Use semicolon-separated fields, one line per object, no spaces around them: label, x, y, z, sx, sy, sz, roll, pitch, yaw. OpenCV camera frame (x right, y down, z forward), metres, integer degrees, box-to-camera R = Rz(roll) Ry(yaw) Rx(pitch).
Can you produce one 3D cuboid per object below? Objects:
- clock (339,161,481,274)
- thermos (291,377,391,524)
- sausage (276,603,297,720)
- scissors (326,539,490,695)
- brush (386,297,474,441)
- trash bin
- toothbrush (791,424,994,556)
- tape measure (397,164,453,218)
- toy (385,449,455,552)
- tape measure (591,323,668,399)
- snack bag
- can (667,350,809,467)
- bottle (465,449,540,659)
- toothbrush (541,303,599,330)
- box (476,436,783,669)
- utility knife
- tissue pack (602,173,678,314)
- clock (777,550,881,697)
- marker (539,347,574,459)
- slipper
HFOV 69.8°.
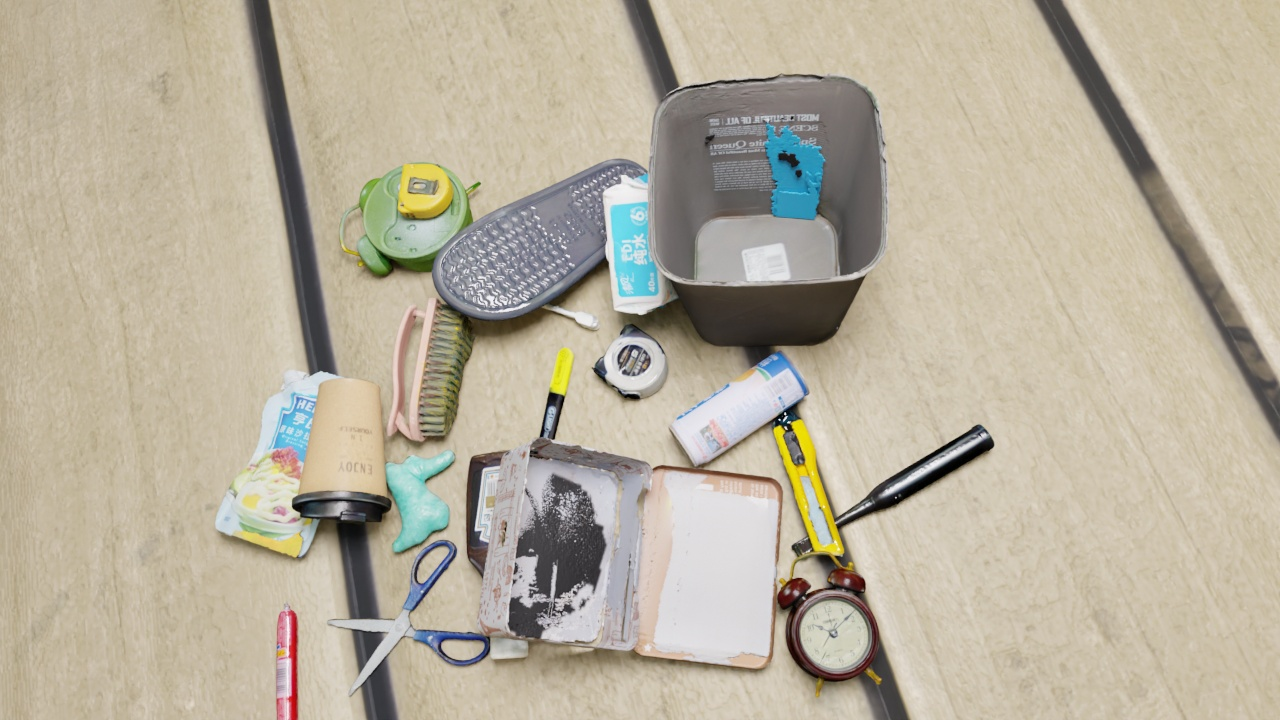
clock;-0.257;-0.153;1.012;0.161;0.056;0.116;-4;70;6
thermos;-0.290;0.094;0.903;0.093;0.093;0.143;-4;70;6
sausage;-0.341;0.313;0.885;0.020;0.020;0.155;-10;70;5
scissors;-0.221;0.255;0.891;0.162;0.012;0.175;23;77;14
brush;-0.220;0.012;0.948;0.073;0.063;0.145;6;74;6
trash bin;0.118;-0.122;0.862;0.199;0.220;0.198;-1;72;8
toothbrush;0.235;0.125;0.863;0.212;0.026;0.027;-31;52;0
tape measure;-0.229;-0.181;0.971;0.057;0.029;0.060;1;72;7
toy;-0.222;0.133;0.924;0.096;0.030;0.092;-30;72;-5
tape measure;-0.006;0.005;0.934;0.066;0.033;0.065;38;82;20
snack bag;-0.356;0.100;0.951;0.110;0.039;0.190;14;72;15
can;0.095;0.048;0.895;0.134;0.053;0.053;-33;70;-4
bottle;-0.128;0.186;0.885;0.080;0.044;0.194;-9;71;16
toothbrush;-0.125;-0.066;0.987;0.180;0.016;0.016;20;73;16
box;-0.004;0.180;0.846;0.272;0.107;0.177;10;71;-12
utility knife;0.159;0.115;0.872;0.033;0.015;0.154;-22;61;12
tissue pack;0.004;-0.116;0.918;0.063;0.089;0.140;-1;102;21
clock;0.168;0.232;0.820;0.082;0.055;0.121;-13;73;4
marker;-0.089;0.046;0.942;0.018;0.015;0.124;7;74;16
slipper;-0.093;-0.118;0.973;0.267;0.083;0.110;-34;82;-22
